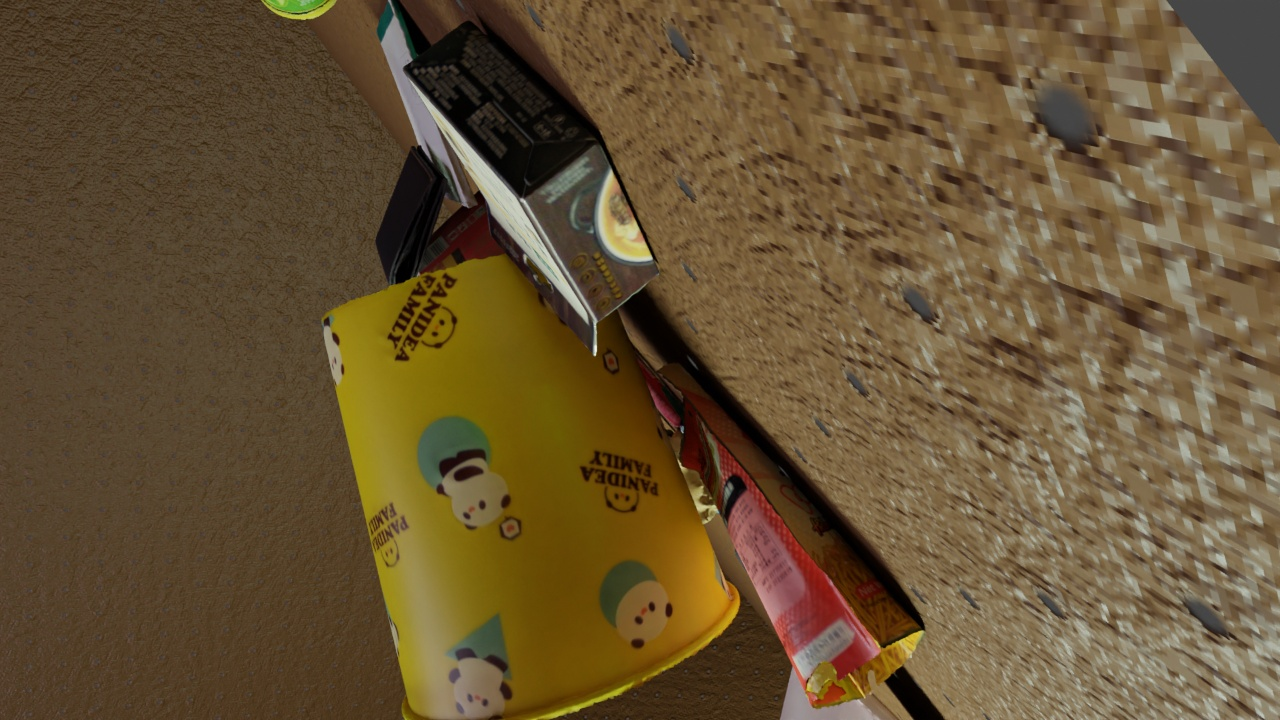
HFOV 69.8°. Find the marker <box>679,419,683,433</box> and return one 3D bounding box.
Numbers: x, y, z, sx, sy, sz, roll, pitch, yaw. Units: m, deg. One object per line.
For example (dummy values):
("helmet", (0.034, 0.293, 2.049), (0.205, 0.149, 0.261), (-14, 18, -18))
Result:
("marker", (0.068, 0.094, 0.767), (0.131, 0.022, 0.018), (54, -179, -30))

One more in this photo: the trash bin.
("trash bin", (-0.081, 0.070, 0.606), (0.230, 0.229, 0.255), (166, 87, -84))

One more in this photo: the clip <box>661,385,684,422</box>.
("clip", (0.037, 0.036, 0.661), (0.057, 0.046, 0.014), (52, 176, 14))

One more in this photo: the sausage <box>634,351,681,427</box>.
("sausage", (-0.005, 0.005, 0.808), (0.156, 0.020, 0.020), (50, 174, 25))

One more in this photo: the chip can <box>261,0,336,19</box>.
("chip can", (-0.265, -0.313, 0.623), (0.072, 0.072, 0.221), (52, 174, 1))

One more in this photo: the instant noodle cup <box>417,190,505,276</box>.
("instant noodle cup", (-0.119, -0.075, 0.763), (0.138, 0.108, 0.138), (52, 175, 6))

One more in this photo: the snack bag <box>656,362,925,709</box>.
("snack bag", (0.077, 0.104, 0.559), (0.207, 0.073, 0.129), (55, 169, 34))

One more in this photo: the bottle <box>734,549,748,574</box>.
("bottle", (0.115, 0.161, 0.695), (0.080, 0.044, 0.195), (48, 173, 6))

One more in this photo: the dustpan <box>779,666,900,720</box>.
("dustpan", (0.226, 0.314, 0.779), (0.273, 0.138, 0.223), (17, 176, -8))

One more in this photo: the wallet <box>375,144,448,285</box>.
("wallet", (-0.185, -0.115, 0.727), (0.020, 0.096, 0.122), (18, -164, -29))

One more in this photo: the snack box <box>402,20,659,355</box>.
("snack box", (-0.051, -0.081, 0.447), (0.113, 0.053, 0.126), (49, 174, 31))

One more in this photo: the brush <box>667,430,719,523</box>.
("brush", (0.060, 0.122, 0.853), (0.083, 0.046, 0.254), (64, -174, 20))

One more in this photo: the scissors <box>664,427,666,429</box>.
("scissors", (0.032, 0.085, 1.056), (0.235, 0.022, 0.125), (45, -178, 19))

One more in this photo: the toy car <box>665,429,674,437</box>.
("toy car", (0.011, 0.092, 0.950), (0.120, 0.045, 0.053), (29, -170, -40))

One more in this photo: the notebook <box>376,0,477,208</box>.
("notebook", (-0.176, -0.200, 0.733), (0.209, 0.012, 0.150), (-143, 33, -68))
